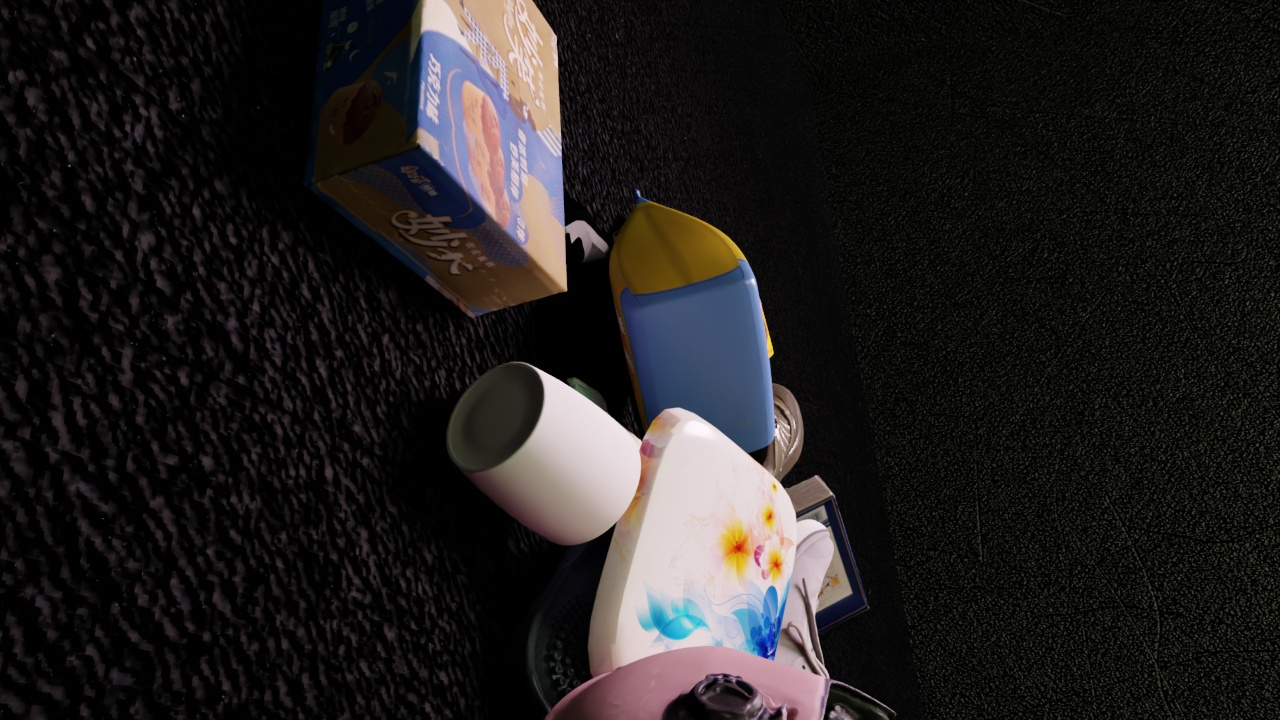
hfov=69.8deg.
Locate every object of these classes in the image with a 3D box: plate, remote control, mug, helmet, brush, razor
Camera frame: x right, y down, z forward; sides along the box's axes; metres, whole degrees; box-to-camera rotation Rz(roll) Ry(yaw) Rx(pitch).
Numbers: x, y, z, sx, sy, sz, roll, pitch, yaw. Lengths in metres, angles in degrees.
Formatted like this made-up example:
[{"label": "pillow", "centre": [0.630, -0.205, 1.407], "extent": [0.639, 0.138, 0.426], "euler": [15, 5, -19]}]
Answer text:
[{"label": "plate", "centre": [0.046, 0.139, 0.583], "extent": [0.187, 0.016, 0.186], "euler": [40, 57, -41]}, {"label": "remote control", "centre": [-0.005, 0.005, 0.817], "extent": [0.030, 0.009, 0.140], "euler": [-27, 103, -71]}, {"label": "mug", "centre": [-0.064, 0.042, 0.534], "extent": [0.087, 0.081, 0.114], "euler": [45, 4, -44]}, {"label": "helmet", "centre": [0.006, 0.239, 0.428], "extent": [0.254, 0.153, 0.230], "euler": [-17, 120, -55]}, {"label": "brush", "centre": [-0.012, 0.066, 0.755], "extent": [0.217, 0.012, 0.033], "euler": [47, 35, -58]}, {"label": "razor", "centre": [-0.057, -0.093, 0.673], "extent": [0.156, 0.057, 0.060], "euler": [-27, 134, -71]}]

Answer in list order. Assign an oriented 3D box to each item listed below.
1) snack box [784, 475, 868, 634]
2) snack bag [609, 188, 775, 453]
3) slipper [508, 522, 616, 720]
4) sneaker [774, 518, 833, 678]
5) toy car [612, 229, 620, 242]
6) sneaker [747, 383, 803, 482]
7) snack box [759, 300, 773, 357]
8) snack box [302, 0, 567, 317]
[{"label": "snack box", "centre": [0.129, 0.202, 0.864], "extent": [0.042, 0.144, 0.145], "euler": [-127, -165, -64]}, {"label": "snack bag", "centre": [0.029, -0.035, 0.750], "extent": [0.205, 0.102, 0.159], "euler": [-112, -172, -57]}, {"label": "slipper", "centre": [0.004, 0.139, 0.602], "extent": [0.101, 0.083, 0.262], "euler": [56, 26, -9]}, {"label": "sneaker", "centre": [0.109, 0.219, 0.714], "extent": [0.128, 0.097, 0.262], "euler": [44, 37, 11]}, {"label": "toy car", "centre": [-0.004, -0.109, 0.865], "extent": [0.106, 0.030, 0.049], "euler": [-57, 133, -63]}, {"label": "sneaker", "centre": [0.101, 0.073, 0.943], "extent": [0.237, 0.101, 0.143], "euler": [-67, 147, -51]}, {"label": "snack box", "centre": [0.095, -0.033, 1.055], "extent": [0.229, 0.062, 0.110], "euler": [-30, 105, -71]}, {"label": "snack box", "centre": [-0.108, -0.151, 0.527], "extent": [0.155, 0.069, 0.202], "euler": [46, 35, -58]}]
